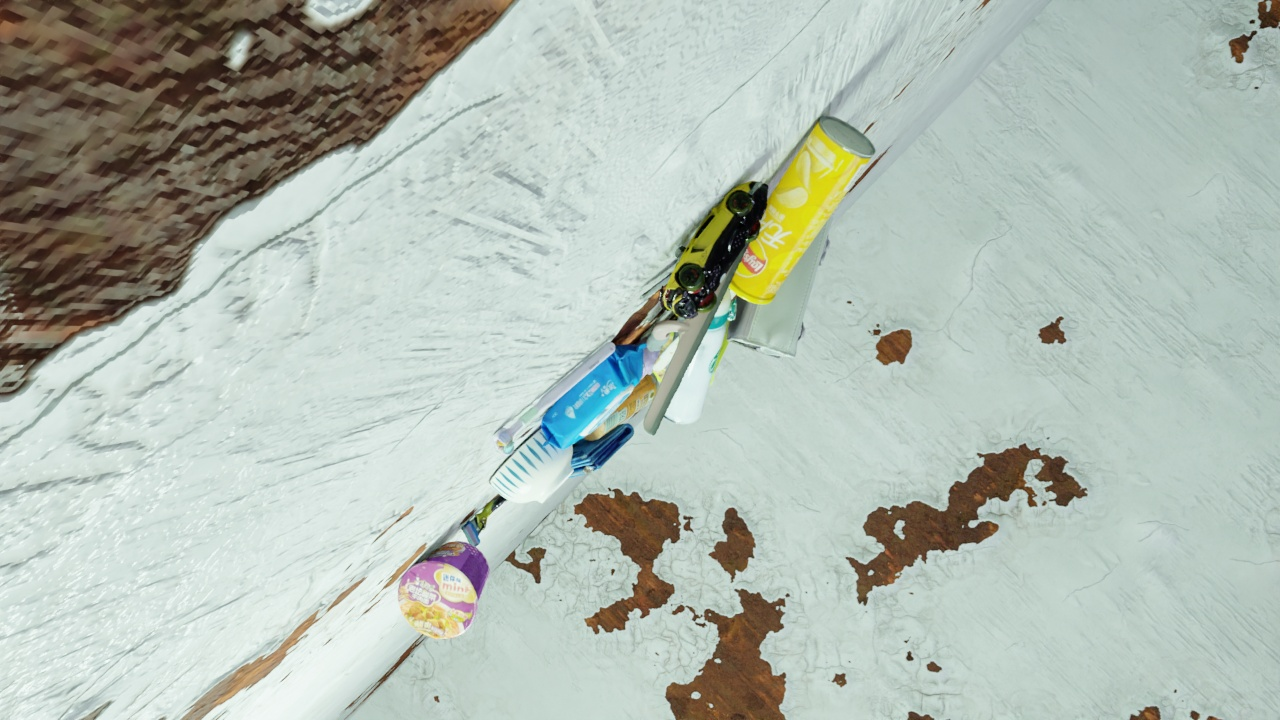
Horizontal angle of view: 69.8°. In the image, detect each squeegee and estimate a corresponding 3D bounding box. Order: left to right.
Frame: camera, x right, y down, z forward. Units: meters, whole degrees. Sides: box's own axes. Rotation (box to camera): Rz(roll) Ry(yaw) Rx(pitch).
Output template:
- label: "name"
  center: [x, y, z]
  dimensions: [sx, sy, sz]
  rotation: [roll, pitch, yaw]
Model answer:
- label: "squeegee"
  center: [0.032, -0.031, 1.088]
  dimensions: [0.247, 0.040, 0.250]
  rotation: [-64, -173, -8]

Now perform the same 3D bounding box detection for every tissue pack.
- label: "tissue pack"
  center: [-0.052, 0.041, 1.083]
  dimensions: [0.157, 0.052, 0.094]
  rotation: [-47, 175, 14]

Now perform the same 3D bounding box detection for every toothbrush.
- label: "toothbrush"
  center: [-0.084, 0.032, 0.951]
  dimensions: [0.021, 0.029, 0.188]
  rotation: [5, -144, 40]
- label: "toothbrush"
  center: [0.055, -0.037, 1.153]
  dimensions: [0.192, 0.016, 0.018]
  rotation: [126, -21, -51]

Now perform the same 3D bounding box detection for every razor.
- label: "razor"
  center: [-0.210, 0.210, 1.343]
  dimensions: [0.142, 0.022, 0.043]
  rotation: [-46, 132, -35]

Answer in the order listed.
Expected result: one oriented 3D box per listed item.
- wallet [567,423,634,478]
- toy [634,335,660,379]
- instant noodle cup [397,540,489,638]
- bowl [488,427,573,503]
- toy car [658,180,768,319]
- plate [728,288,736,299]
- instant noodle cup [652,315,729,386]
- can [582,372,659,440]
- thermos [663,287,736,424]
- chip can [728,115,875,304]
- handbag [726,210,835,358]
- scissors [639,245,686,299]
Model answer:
- label: "wallet"
  center: [-0.085, 0.126, 1.259]
  dimensions: [0.133, 0.040, 0.106]
  rotation: [-19, -169, 41]
- label: "toy"
  center: [-0.007, 0.007, 1.222]
  dimensions: [0.107, 0.039, 0.084]
  rotation: [-42, 153, -45]
- label: "instant noodle cup"
  center: [-0.260, 0.302, 1.245]
  dimensions: [0.112, 0.111, 0.099]
  rotation: [-47, -175, 16]
- label: "bowl"
  center: [-0.128, 0.138, 1.161]
  dimensions: [0.116, 0.066, 0.116]
  rotation: [-45, 175, -5]
- label: "toy car"
  center: [0.074, -0.109, 0.888]
  dimensions: [0.155, 0.041, 0.071]
  rotation: [-56, 158, -7]
- label: "plate"
  center: [0.138, -0.115, 1.482]
  dimensions: [0.164, 0.034, 0.163]
  rotation: [-48, 174, 19]
- label: "instant noodle cup"
  center: [0.081, -0.031, 1.345]
  dimensions: [0.123, 0.111, 0.112]
  rotation: [-52, -179, -42]
- label: "can"
  center: [-0.034, 0.056, 1.254]
  dimensions: [0.145, 0.058, 0.058]
  rotation: [-32, 166, -51]
- label: "thermos"
  center: [0.074, -0.011, 1.223]
  dimensions: [0.073, 0.073, 0.225]
  rotation: [-41, 155, -38]
- label: "chip can"
  center: [0.170, -0.161, 1.014]
  dimensions: [0.071, 0.072, 0.214]
  rotation: [-39, 165, -52]
- label: "handbag"
  center: [0.184, -0.106, 1.221]
  dimensions: [0.145, 0.098, 0.197]
  rotation: [-153, -100, -84]
- label: "scissors"
  center: [0.062, -0.113, 0.993]
  dimensions: [0.226, 0.015, 0.189]
  rotation: [-42, 174, -25]
